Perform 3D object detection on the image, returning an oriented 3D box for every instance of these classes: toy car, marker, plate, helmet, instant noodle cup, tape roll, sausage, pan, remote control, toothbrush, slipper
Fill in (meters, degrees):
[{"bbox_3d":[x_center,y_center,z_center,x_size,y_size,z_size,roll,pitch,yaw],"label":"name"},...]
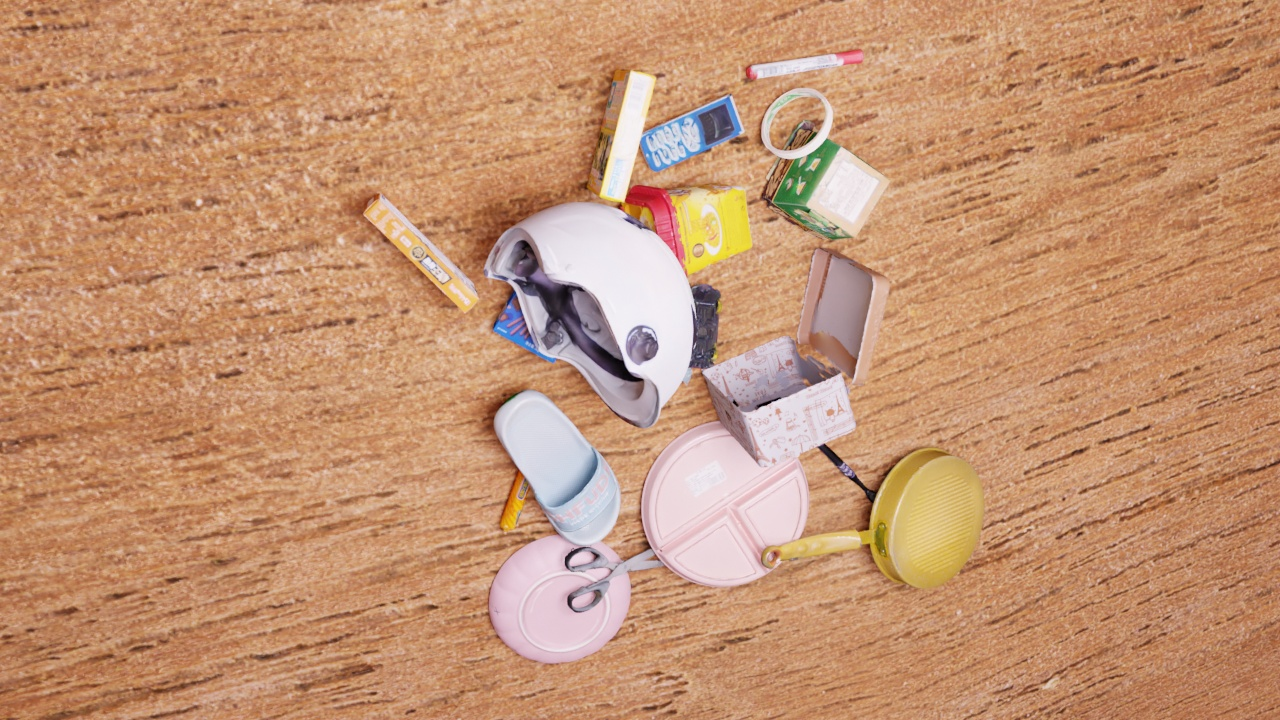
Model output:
[{"bbox_3d":[0.074,-0.043,1.151,0.049,0.031,0.106,4,94,-21],"label":"toy car"},{"bbox_3d":[0.196,-0.353,1.093,0.145,0.017,0.017,-11,109,-10],"label":"marker"},{"bbox_3d":[-0.103,0.324,1.218,0.192,0.039,0.192,-4,108,-13],"label":"plate"},{"bbox_3d":[-0.030,-0.066,0.989,0.145,0.229,0.258,-45,110,-18],"label":"helmet"},{"bbox_3d":[0.056,-0.156,1.076,0.123,0.116,0.116,-18,110,-20],"label":"instant noodle cup"},{"bbox_3d":[0.184,-0.279,1.080,0.086,0.086,0.014,-56,143,7],"label":"tape roll"},{"bbox_3d":[-0.146,0.147,1.162,0.021,0.021,0.165,17,102,-18],"label":"sausage"},{"bbox_3d":[0.325,0.233,1.253,0.356,0.078,0.198,-12,104,-30],"label":"pan"},{"bbox_3d":[0.059,-0.268,1.082,0.125,0.024,0.049,-24,111,-4],"label":"remote control"},{"bbox_3d":[0.279,0.147,1.270,0.014,0.016,0.189,-46,110,3],"label":"toothbrush"},{"bbox_3d":[0.116,0.193,1.215,0.229,0.028,0.229,-1,97,-7],"label":"plate"},{"bbox_3d":[-0.092,0.137,1.128,0.104,0.074,0.245,-37,124,-10],"label":"slipper"}]

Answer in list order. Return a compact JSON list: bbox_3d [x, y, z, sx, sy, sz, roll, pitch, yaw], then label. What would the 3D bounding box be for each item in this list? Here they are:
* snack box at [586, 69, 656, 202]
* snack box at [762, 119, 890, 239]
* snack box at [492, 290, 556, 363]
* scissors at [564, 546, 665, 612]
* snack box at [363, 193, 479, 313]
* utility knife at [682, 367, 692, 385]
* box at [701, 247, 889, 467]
[{"bbox_3d":[-0.024,-0.253,1.032,0.033,0.087,0.140,13,103,-17],"label":"snack box"},{"bbox_3d":[0.229,-0.208,1.098,0.118,0.105,0.117,27,98,-21],"label":"snack box"},{"bbox_3d":[-0.100,-0.082,1.089,0.084,0.026,0.157,29,104,-16],"label":"snack box"},{"bbox_3d":[-0.028,0.276,1.205,0.164,0.014,0.164,40,75,-32],"label":"scissors"},{"bbox_3d":[-0.244,-0.121,1.025,0.026,0.075,0.154,-44,111,1],"label":"snack box"},{"bbox_3d":[-0.005,-0.052,1.137,0.033,0.015,0.223,-41,109,1],"label":"utility knife"},{"bbox_3d":[0.201,0.000,1.117,0.136,0.179,0.269,36,97,-21],"label":"box"}]
